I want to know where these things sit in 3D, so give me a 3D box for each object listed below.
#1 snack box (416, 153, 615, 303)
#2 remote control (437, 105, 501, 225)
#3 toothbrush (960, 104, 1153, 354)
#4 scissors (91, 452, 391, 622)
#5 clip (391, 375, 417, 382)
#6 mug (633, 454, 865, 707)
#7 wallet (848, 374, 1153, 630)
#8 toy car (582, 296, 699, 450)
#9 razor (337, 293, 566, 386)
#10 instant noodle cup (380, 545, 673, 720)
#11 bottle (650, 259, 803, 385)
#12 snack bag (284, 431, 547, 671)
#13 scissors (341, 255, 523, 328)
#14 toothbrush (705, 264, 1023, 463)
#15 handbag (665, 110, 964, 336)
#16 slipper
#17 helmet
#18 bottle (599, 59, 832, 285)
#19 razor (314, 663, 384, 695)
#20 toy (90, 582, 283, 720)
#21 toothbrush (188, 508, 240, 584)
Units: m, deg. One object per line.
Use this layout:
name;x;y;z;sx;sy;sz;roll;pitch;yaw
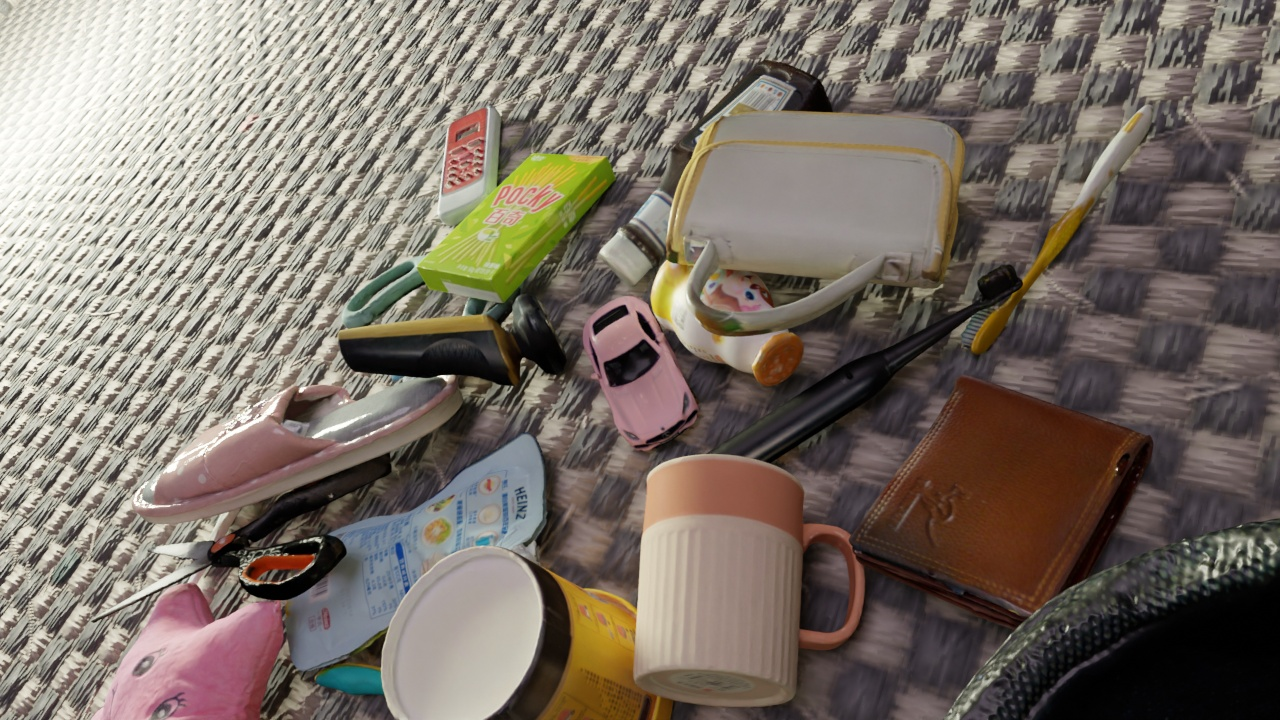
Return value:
snack box;-0.096;-0.109;0.726;0.086;0.026;0.156;13;52;36
remote control;-0.156;-0.181;0.841;0.056;0.020;0.135;-18;50;18
toothbrush;0.242;-0.078;0.529;0.191;0.016;0.018;-51;39;-10
scissors;-0.270;0.124;0.633;0.220;0.022;0.228;-36;26;-24
clip;-0.169;-0.001;0.719;0.058;0.036;0.025;-31;45;12
mug;0.055;0.114;0.464;0.114;0.082;0.105;7;59;0
wallet;0.173;0.065;0.445;0.101;0.032;0.124;18;57;43
toy car;-0.004;0.004;0.603;0.056;0.037;0.122;-33;48;8
razor;-0.136;-0.013;0.652;0.167;0.062;0.067;-2;62;12
instant noodle cup;-0.059;0.159;0.468;0.119;0.114;0.118;-16;51;21
bottle;0.055;-0.027;0.571;0.063;0.063;0.108;-42;47;-3
snack bag;-0.143;0.125;0.595;0.191;0.039;0.110;-24;38;14
scissors;-0.161;-0.055;0.738;0.171;0.019;0.170;-30;37;-4
toothbrush;0.121;0.012;0.519;0.213;0.027;0.026;-35;29;9
handbag;0.098;-0.080;0.535;0.163;0.063;0.178;8;46;19
slipper;-0.261;0.054;0.678;0.275;0.054;0.114;-17;19;13
helmet;0.198;0.175;0.222;0.234;0.230;0.274;-43;44;16
bottle;0.050;-0.134;0.667;0.195;0.044;0.080;-45;46;-5
razor;-0.150;0.202;0.550;0.133;0.043;0.028;2;34;37
toy;-0.288;0.216;0.589;0.178;0.074;0.194;-49;46;1
toothbrush;-0.339;0.151;0.710;0.016;0.016;0.179;2;58;29
